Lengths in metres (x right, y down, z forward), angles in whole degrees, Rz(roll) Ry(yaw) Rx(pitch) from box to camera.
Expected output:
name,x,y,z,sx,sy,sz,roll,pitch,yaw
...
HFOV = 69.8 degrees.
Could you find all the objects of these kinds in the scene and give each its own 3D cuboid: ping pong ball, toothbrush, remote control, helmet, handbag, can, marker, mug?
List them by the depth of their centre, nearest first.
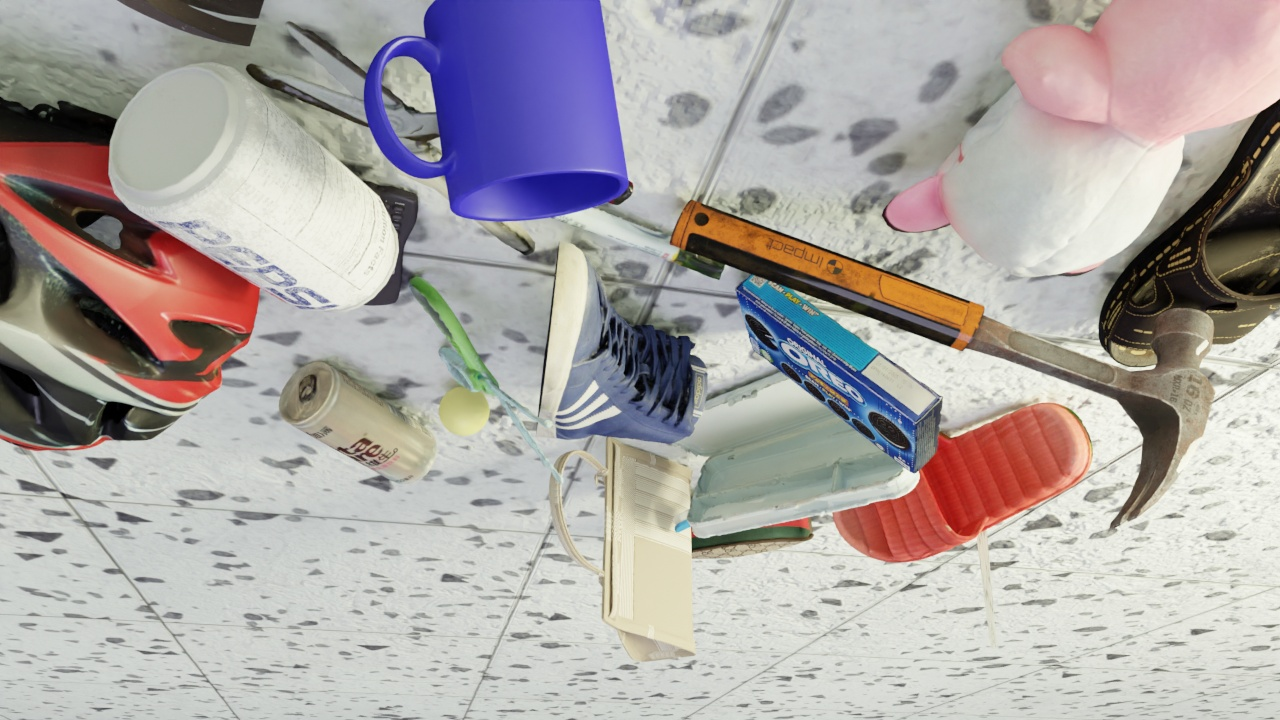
name,x,y,z,sx,sy,sz,roll,pitch,yaw
mug,-0.064,-0.111,0.398,0.111,0.083,0.079,-7,176,-33
can,-0.186,-0.079,0.461,0.078,0.078,0.136,-9,159,14
helmet,-0.335,-0.036,0.511,0.217,0.166,0.272,9,161,-5
marker,-0.011,-0.079,0.557,0.146,0.017,0.017,17,146,-28
remote control,-0.170,-0.069,0.579,0.046,0.009,0.125,10,148,-17
ping pong ball,-0.141,0.040,0.736,0.040,0.040,0.040,0,150,0
can,-0.224,0.054,0.745,0.054,0.054,0.135,-14,148,21
handbag,-0.020,0.146,0.790,0.062,0.175,0.198,-15,144,24
toothbrush,0.301,0.161,0.809,0.010,0.181,0.010,-3,153,13
toothbrush,0.104,0.117,0.841,0.166,0.014,0.016,-23,153,-13
handbag,0.098,0.181,0.967,0.167,0.063,0.138,-13,157,19

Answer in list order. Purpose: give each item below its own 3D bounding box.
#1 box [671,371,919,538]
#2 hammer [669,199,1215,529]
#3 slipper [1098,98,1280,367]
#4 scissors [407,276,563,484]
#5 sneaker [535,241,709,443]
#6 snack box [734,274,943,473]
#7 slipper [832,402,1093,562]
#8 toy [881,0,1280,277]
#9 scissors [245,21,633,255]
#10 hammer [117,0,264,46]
name,x,y,z,sx,sy,sz,roll,pitch,yaw
box,0.107,0.055,0.751,0.216,0.106,0.124,-20,116,31
hammer,0.164,-0.015,0.525,0.314,0.137,0.035,21,156,5
slipper,0.358,-0.061,0.535,0.113,0.075,0.268,0,150,0
scissors,-0.104,0.015,0.629,0.023,0.171,0.168,-36,-174,-24
sneaker,-0.005,0.004,0.615,0.118,0.091,0.233,6,155,-6
snack box,0.127,0.006,0.596,0.027,0.150,0.082,-44,148,-9
slipper,0.265,0.111,0.804,0.059,0.103,0.250,8,150,-43
toy,0.222,-0.113,0.435,0.141,0.084,0.214,2,150,-19
scissors,-0.090,-0.104,0.471,0.187,0.015,0.180,0,155,-2
hammer,-0.075,-0.187,0.360,0.323,0.033,0.115,-2,148,2
